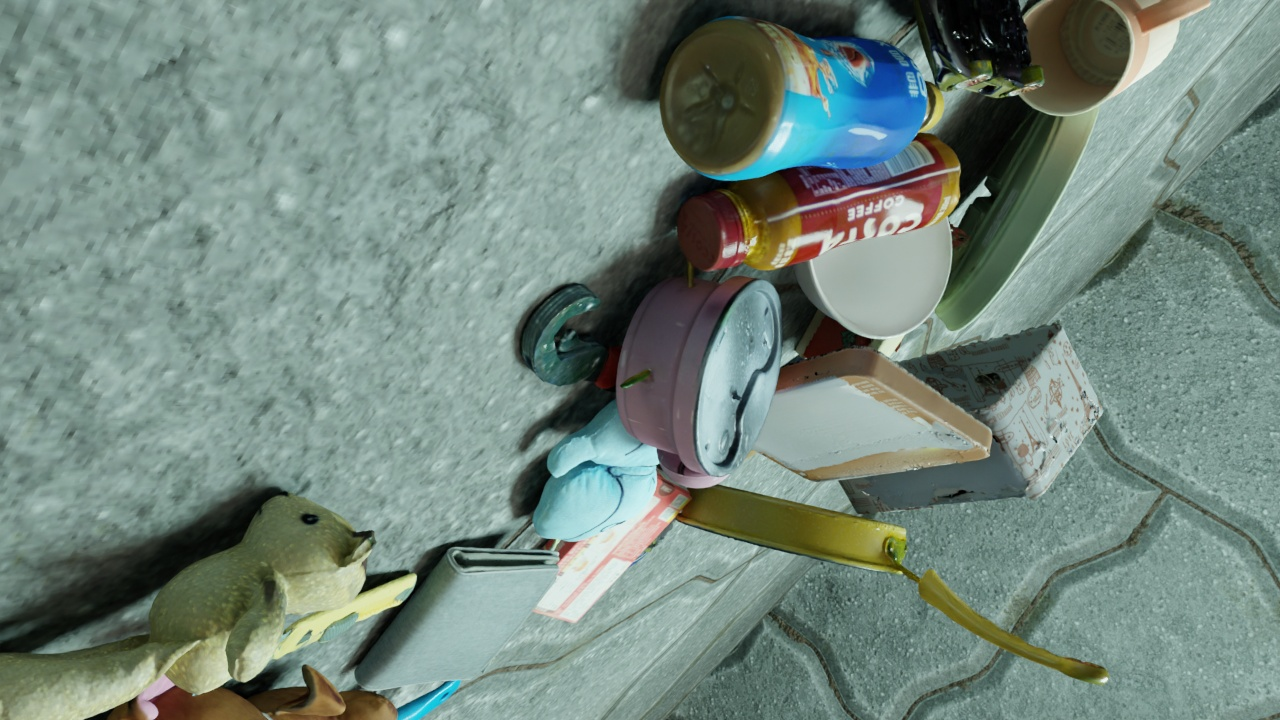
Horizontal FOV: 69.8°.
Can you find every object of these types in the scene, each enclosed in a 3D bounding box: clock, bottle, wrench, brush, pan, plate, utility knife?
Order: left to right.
[{"bbox_3d":[-0.226,0.272,0.618,0.254,0.046,0.083,-16,142,-42],"label":"brush"},{"bbox_3d":[-0.170,0.141,0.496,0.031,0.021,0.204,-54,164,5],"label":"utility knife"},{"bbox_3d":[-0.003,0.003,0.580,0.056,0.016,0.273,-47,158,8],"label":"wrench"},{"bbox_3d":[0.041,0.015,0.554,0.117,0.060,0.158,-64,149,-21],"label":"clock"},{"bbox_3d":[0.102,-0.088,0.518,0.174,0.057,0.058,-17,148,-28],"label":"bottle"},{"bbox_3d":[0.096,-0.125,0.450,0.218,0.065,0.065,-17,146,-50],"label":"bottle"},{"bbox_3d":[0.191,0.170,0.749,0.197,0.358,0.078,21,80,-54],"label":"pan"},{"bbox_3d":[0.309,-0.132,0.777,0.230,0.027,0.230,-63,175,-11],"label":"plate"}]

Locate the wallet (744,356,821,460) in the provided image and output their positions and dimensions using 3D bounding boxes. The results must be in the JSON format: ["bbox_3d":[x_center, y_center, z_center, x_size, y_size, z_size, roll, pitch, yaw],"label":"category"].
[{"bbox_3d":[0.134,0.048,0.897,0.090,0.033,0.115,-29,155,-29],"label":"wallet"}]

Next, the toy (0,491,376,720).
[{"bbox_3d":[-0.189,0.106,0.381,0.156,0.066,0.105,-22,-177,-37],"label":"toy"}]

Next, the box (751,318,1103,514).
[{"bbox_3d":[0.194,0.048,0.682,0.270,0.134,0.180,-1,169,-34],"label":"box"}]

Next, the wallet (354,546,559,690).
[{"bbox_3d":[-0.125,0.178,0.645,0.106,0.037,0.130,13,123,-47],"label":"wallet"}]

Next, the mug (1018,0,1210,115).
[{"bbox_3d":[0.335,-0.231,0.644,0.105,0.081,0.115,-30,-171,-38],"label":"mug"}]

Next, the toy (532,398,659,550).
[{"bbox_3d":[-0.026,0.082,0.631,0.156,0.049,0.161,-42,154,19],"label":"toy"}]

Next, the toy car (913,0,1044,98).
[{"bbox_3d":[0.183,-0.183,0.507,0.042,0.070,0.157,-11,-178,39],"label":"toy car"}]

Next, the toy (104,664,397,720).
[{"bbox_3d":[-0.211,0.223,0.472,0.199,0.131,0.140,52,50,-59],"label":"toy"}]

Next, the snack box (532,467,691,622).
[{"bbox_3d":[-0.032,0.148,0.750,0.153,0.025,0.075,-48,136,8],"label":"snack box"}]

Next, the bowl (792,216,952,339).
[{"bbox_3d":[0.141,-0.073,0.612,0.118,0.118,0.065,-36,-164,-21],"label":"bowl"}]

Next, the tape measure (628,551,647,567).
[{"bbox_3d":[-0.010,0.177,0.881,0.058,0.025,0.055,-18,149,-43],"label":"tape measure"}]

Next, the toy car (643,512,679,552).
[{"bbox_3d":[-0.008,0.144,0.814,0.105,0.032,0.048,8,120,-52],"label":"toy car"}]

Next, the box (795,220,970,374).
[{"bbox_3d":[0.213,-0.049,0.795,0.091,0.076,0.169,-30,155,-33],"label":"box"}]
